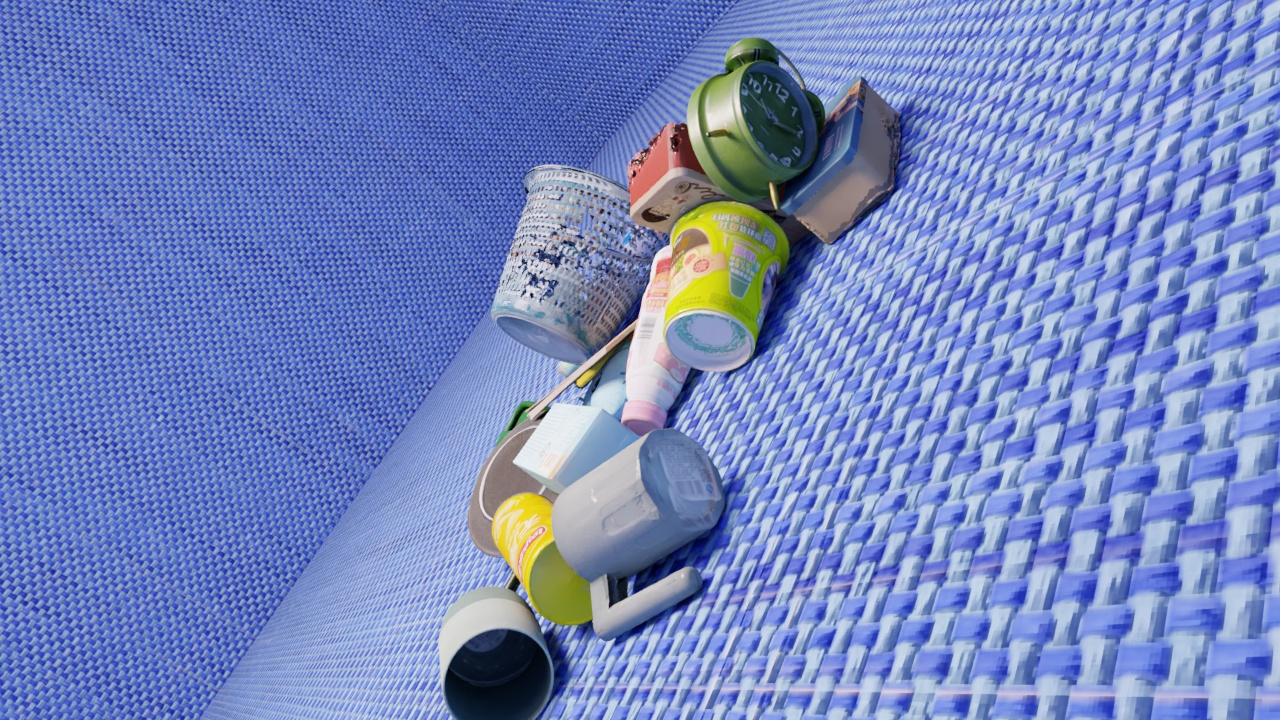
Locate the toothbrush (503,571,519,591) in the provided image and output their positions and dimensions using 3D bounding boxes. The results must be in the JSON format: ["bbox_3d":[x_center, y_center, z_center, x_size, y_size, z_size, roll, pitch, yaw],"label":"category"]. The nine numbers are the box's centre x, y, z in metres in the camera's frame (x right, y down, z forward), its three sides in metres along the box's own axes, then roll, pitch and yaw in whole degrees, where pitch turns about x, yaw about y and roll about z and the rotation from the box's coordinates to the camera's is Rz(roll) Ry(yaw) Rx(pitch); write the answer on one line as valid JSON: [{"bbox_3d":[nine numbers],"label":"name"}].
[{"bbox_3d":[-0.118,0.204,0.931,0.185,0.012,0.017,-60,10,-29],"label":"toothbrush"}]

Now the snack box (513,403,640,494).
[{"bbox_3d":[-0.061,0.084,0.841,0.074,0.051,0.175,-54,15,-12],"label":"snack box"}]

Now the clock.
[{"bbox_3d":[0.107,-0.213,0.803,0.056,0.116,0.160,-18,39,47],"label":"clock"}]

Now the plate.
[{"bbox_3d":[-0.125,0.124,0.977,0.180,0.024,0.179,-26,42,26],"label":"plate"}]

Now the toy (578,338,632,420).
[{"bbox_3d":[-0.006,0.006,0.987,0.157,0.050,0.161,-30,25,41],"label":"toy"}]

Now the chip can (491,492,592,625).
[{"bbox_3d":[-0.081,0.162,0.790,0.072,0.072,0.213,-54,14,-9],"label":"chip can"}]

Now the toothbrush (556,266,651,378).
[{"bbox_3d":[-0.041,-0.063,1.316,0.225,0.026,0.027,-49,19,11],"label":"toothbrush"}]

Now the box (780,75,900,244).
[{"bbox_3d":[0.183,-0.180,0.830,0.090,0.061,0.183,-42,15,36],"label":"box"}]

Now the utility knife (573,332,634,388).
[{"bbox_3d":[-0.024,-0.026,1.190,0.216,0.015,0.033,-42,20,34],"label":"utility knife"}]

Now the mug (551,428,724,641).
[{"bbox_3d":[0.001,0.122,0.650,0.104,0.083,0.123,-39,46,38],"label":"mug"}]

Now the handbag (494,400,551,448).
[{"bbox_3d":[-0.133,0.112,1.111,0.120,0.068,0.131,-62,17,-8],"label":"handbag"}]

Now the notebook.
[{"bbox_3d":[-0.030,-0.020,1.041,0.150,0.012,0.210,-39,2,40],"label":"notebook"}]

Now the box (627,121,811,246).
[{"bbox_3d":[0.075,-0.161,0.868,0.092,0.168,0.076,-35,50,49],"label":"box"}]

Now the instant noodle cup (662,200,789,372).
[{"bbox_3d":[0.070,-0.059,0.813,0.112,0.111,0.123,-38,28,45],"label":"instant noodle cup"}]

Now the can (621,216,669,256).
[{"bbox_3d":[0.026,-0.192,1.366,0.135,0.053,0.053,-29,26,57],"label":"can"}]

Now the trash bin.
[{"bbox_3d":[-0.088,-0.109,1.191,0.194,0.226,0.227,-66,18,-15],"label":"trash bin"}]

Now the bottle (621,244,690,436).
[{"bbox_3d":[0.025,-0.019,0.895,0.068,0.068,0.196,-32,37,54],"label":"bottle"}]

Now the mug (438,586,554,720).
[{"bbox_3d":[-0.116,0.242,0.715,0.106,0.082,0.112,-161,77,-75],"label":"mug"}]
